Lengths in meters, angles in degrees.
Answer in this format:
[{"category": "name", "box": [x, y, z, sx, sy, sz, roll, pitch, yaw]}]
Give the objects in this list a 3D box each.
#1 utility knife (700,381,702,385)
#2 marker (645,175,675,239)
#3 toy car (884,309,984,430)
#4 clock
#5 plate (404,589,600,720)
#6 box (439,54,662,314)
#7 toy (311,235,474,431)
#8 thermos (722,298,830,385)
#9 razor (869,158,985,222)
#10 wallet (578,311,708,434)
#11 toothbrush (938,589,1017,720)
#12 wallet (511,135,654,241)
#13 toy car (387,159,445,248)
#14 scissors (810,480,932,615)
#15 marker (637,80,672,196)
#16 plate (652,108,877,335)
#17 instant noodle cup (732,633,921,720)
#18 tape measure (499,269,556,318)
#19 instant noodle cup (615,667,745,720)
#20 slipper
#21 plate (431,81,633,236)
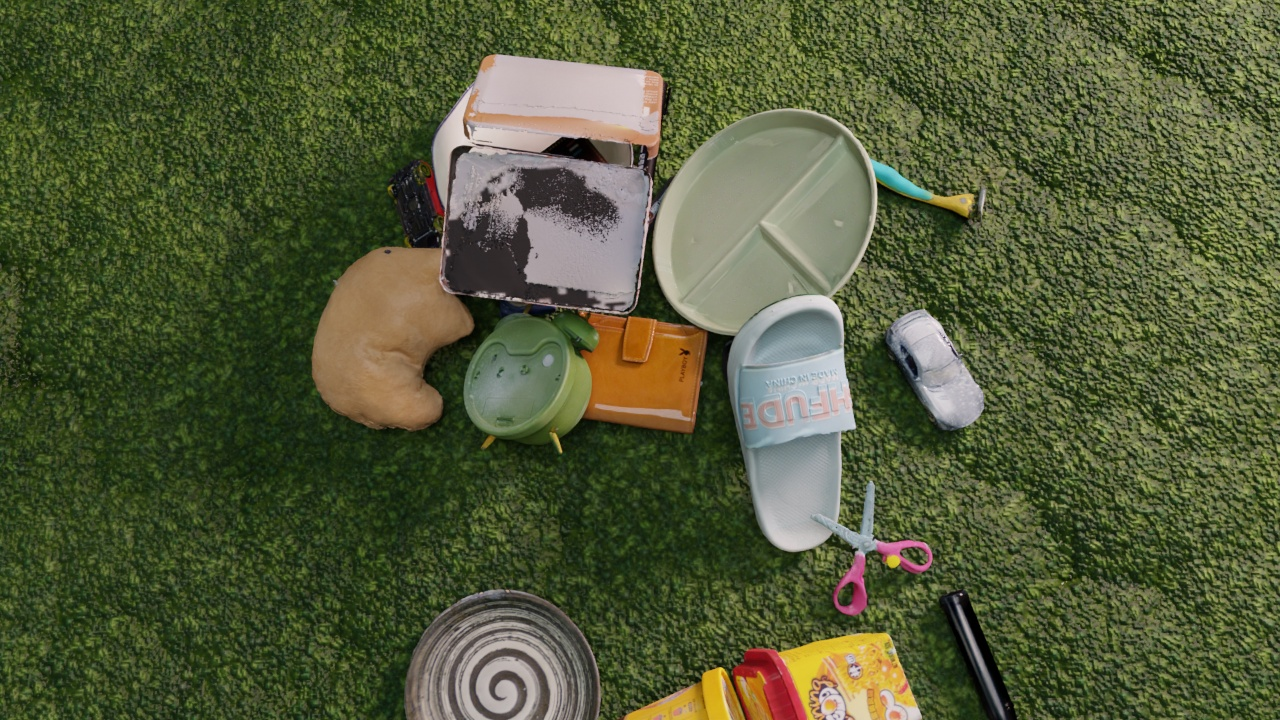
[{"category": "utility knife", "box": [-0.044, 0.030, 0.896, 0.208, 0.021, 0.031, -9, 79, 7]}, {"category": "marker", "box": [0.005, -0.138, 0.934, 0.018, 0.015, 0.123, 33, 78, 2]}, {"category": "toy car", "box": [0.282, 0.009, 0.879, 0.054, 0.037, 0.120, -28, 81, -4]}, {"category": "clock", "box": [-0.098, 0.007, 0.855, 0.116, 0.056, 0.161, 0, 68, 31]}, {"category": "plate", "box": [-0.125, 0.300, 0.837, 0.179, 0.024, 0.179, 0, 79, 2]}, {"category": "box", "box": [-0.076, -0.172, 0.830, 0.179, 0.133, 0.271, 7, 73, -1]}, {"category": "toy", "box": [-0.229, -0.046, 0.876, 0.143, 0.082, 0.226, 21, 90, -7]}, {"category": "thermos", "box": [0.142, -0.080, 0.890, 0.090, 0.068, 0.242, 12, 78, 19]}, {"category": "razor", "box": [0.282, -0.175, 0.924, 0.132, 0.028, 0.043, 21, 56, 4]}, {"category": "wallet", "box": [-0.005, 0.005, 0.881, 0.131, 0.035, 0.119, 7, 75, 9]}, {"category": "toothbrush", "box": [0.320, 0.310, 0.814, 0.027, 0.026, 0.212, -30, 74, 35]}, {"category": "wallet", "box": [-0.060, -0.154, 0.893, 0.096, 0.020, 0.122, -39, 82, -6]}, {"category": "toy car", "box": [-0.222, -0.151, 0.934, 0.049, 0.031, 0.106, -28, 73, 25]}, {"category": "scissors", "box": [0.203, 0.175, 0.834, 0.133, 0.017, 0.131, 29, 99, -17]}, {"category": "marker", "box": [0.012, -0.228, 0.953, 0.022, 0.020, 0.132, 14, 76, -20]}, {"category": "plate", "box": [0.115, -0.130, 0.872, 0.231, 0.027, 0.229, -12, 67, 29]}, {"category": "instant noodle cup", "box": [0.160, 0.291, 0.787, 0.123, 0.116, 0.116, -16, 76, -14]}, {"category": "tape measure", "box": [-0.114, -0.068, 0.918, 0.058, 0.025, 0.054, -7, 75, -3]}, {"category": "instant noodle cup", "box": [0.036, 0.338, 0.778, 0.114, 0.118, 0.118, -22, 77, 4]}, {"category": "slipper", "box": [0.137, 0.064, 0.807, 0.104, 0.074, 0.246, -8, 109, -5]}, {"category": "plate", "box": [-0.109, -0.202, 0.938, 0.205, 0.045, 0.204, -1, 78, 3]}]
